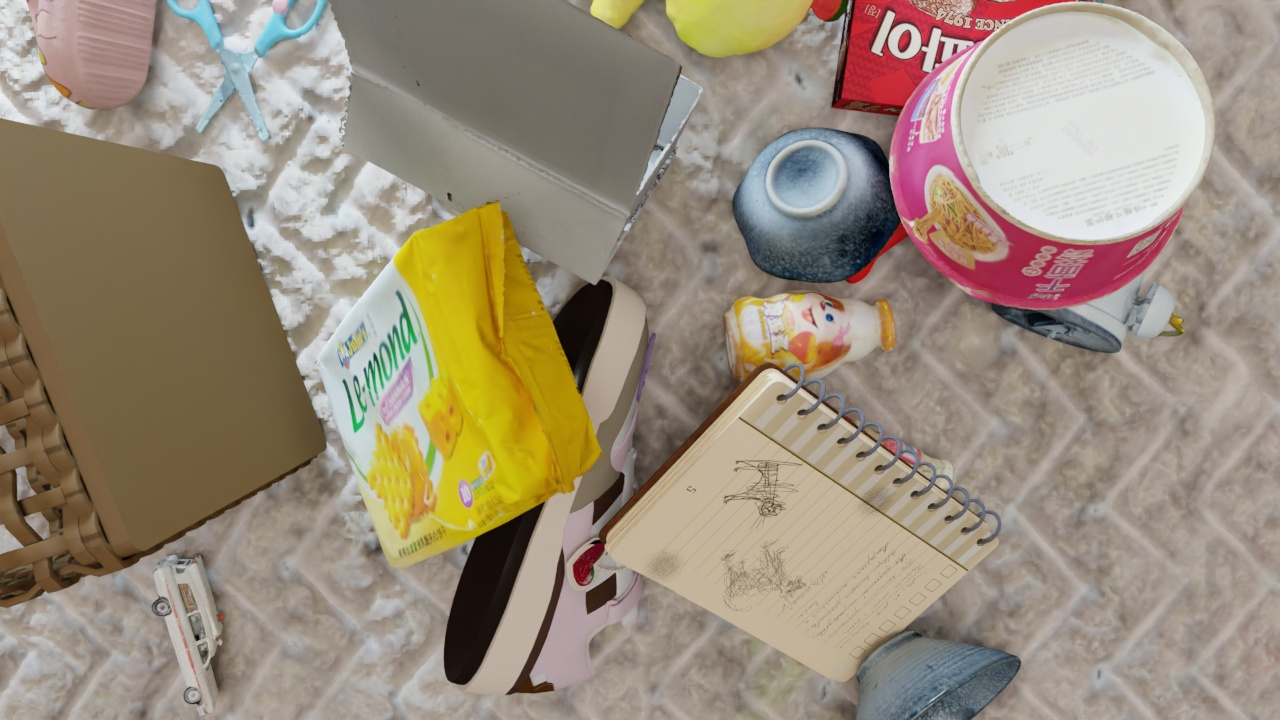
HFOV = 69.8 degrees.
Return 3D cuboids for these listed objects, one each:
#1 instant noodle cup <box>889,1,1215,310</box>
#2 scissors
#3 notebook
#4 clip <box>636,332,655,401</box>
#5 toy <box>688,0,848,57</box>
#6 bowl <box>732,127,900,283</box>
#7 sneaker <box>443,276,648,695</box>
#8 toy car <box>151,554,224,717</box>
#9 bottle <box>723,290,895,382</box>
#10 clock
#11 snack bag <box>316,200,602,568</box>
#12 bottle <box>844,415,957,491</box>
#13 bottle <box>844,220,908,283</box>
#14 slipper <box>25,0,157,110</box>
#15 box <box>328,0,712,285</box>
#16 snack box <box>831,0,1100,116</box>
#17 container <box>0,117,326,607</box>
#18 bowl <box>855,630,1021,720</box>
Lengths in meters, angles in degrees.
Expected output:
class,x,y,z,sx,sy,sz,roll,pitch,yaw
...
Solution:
class,x,y,z,sx,sy,sz,roll,pitch,yaw
instant noodle cup,0.241,-0.124,0.527,0.179,0.078,0.178,-1,82,4
scissors,-0.280,-0.222,0.624,0.129,0.015,0.135,36,91,-1
notebook,0.110,0.112,0.589,0.225,0.024,0.168,34,108,-26
clip,-0.006,0.004,0.641,0.032,0.013,0.051,11,99,2
toy,0.034,-0.264,0.574,0.208,0.092,0.134,14,98,19
bowl,0.109,-0.106,0.584,0.110,0.055,0.110,-4,77,18
sneaker,-0.031,0.095,0.617,0.116,0.112,0.294,16,96,-22
toy car,-0.319,0.195,0.661,0.039,0.039,0.113,-17,97,-18
bottle,0.111,-0.017,0.610,0.109,0.063,0.063,-8,96,3
clock,0.289,-0.036,0.594,0.117,0.083,0.057,23,90,0
snack bag,-0.114,0.027,0.546,0.068,0.248,0.159,-14,80,-37
bottle,0.159,0.068,0.628,0.109,0.044,0.044,24,96,-2
bottle,0.173,-0.103,0.611,0.119,0.036,0.036,-44,93,5
slipper,-0.365,-0.264,0.587,0.081,0.093,0.197,9,97,11
box,-0.056,-0.155,0.460,0.167,0.330,0.164,28,84,-2
snack box,0.213,-0.225,0.596,0.152,0.036,0.133,7,97,1
container,-0.360,0.011,0.532,0.214,0.251,0.219,-19,95,3
bowl,0.186,0.224,0.628,0.137,0.137,0.057,-41,54,5
